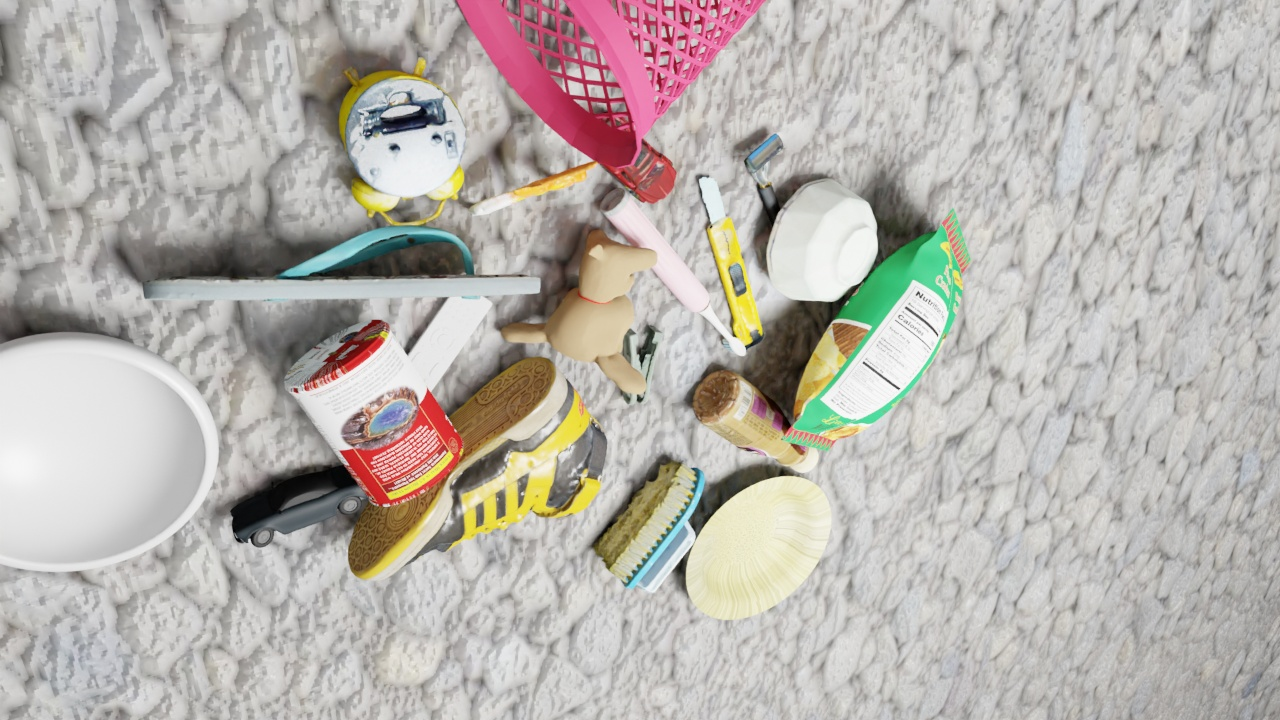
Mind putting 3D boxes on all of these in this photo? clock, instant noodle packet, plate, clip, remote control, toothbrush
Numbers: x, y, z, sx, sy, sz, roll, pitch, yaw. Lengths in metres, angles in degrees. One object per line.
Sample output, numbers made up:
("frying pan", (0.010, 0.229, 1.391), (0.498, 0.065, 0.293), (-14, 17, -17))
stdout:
("clock", (-0.168, -0.149, 0.649), (0.083, 0.057, 0.119), (-17, 122, -21))
("instant noodle packet", (0.239, -0.017, 0.902), (0.253, 0.090, 0.195), (-55, 156, 8))
("plate", (0.123, 0.198, 1.008), (0.184, 0.036, 0.185), (-13, 121, -23))
("clip", (-0.008, 0.005, 0.843), (0.050, 0.023, 0.078), (11, 108, -31))
("remote control", (-0.172, -0.004, 0.752), (0.033, 0.012, 0.131), (33, 97, -29))
("toothbrush", (0.037, -0.070, 0.825), (0.222, 0.027, 0.027), (46, 69, -38))

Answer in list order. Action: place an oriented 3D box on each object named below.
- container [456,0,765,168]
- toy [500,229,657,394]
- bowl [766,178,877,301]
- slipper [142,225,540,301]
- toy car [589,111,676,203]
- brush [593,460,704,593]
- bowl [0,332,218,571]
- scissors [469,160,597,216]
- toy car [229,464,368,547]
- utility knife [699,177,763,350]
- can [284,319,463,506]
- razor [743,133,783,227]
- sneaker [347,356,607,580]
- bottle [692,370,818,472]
("container", (0.014, -0.275, 0.622), (0.225, 0.183, 0.183), (-44, 128, -11))
("toy", (-0.036, -0.049, 0.758), (0.105, 0.134, 0.108), (-28, 139, -68))
("bowl", (0.178, -0.104, 0.847), (0.117, 0.061, 0.118), (-20, 124, -33))
("slipper", (-0.208, -0.068, 0.663), (0.268, 0.098, 0.055), (-3, 92, -19))
("toy car", (-0.006, -0.164, 0.748), (0.042, 0.036, 0.091), (-52, 133, 3))
("brush", (0.022, 0.166, 0.923), (0.075, 0.055, 0.136), (34, 96, -32))
("bowl", (-0.389, 0.055, 0.630), (0.176, 0.066, 0.177), (-13, 121, -23))
("scissors", (-0.082, -0.128, 0.689), (0.128, 0.125, 0.011), (-18, 99, 13))
("toy car", (-0.272, 0.112, 0.739), (0.112, 0.046, 0.034), (-19, 124, -21))
("utility knife", (0.083, -0.087, 0.851), (0.030, 0.018, 0.191), (-35, 124, -20))
("can", (-0.201, 0.040, 0.701), (0.086, 0.086, 0.116), (-32, 116, -10))
("razor", (0.124, -0.138, 0.841), (0.042, 0.022, 0.144), (-41, 133, -18))
("sneaker", (-0.131, 0.113, 0.792), (0.238, 0.086, 0.122), (-43, 130, 0))
("bottle", (0.123, 0.069, 0.925), (0.166, 0.059, 0.059), (34, 96, -38))
